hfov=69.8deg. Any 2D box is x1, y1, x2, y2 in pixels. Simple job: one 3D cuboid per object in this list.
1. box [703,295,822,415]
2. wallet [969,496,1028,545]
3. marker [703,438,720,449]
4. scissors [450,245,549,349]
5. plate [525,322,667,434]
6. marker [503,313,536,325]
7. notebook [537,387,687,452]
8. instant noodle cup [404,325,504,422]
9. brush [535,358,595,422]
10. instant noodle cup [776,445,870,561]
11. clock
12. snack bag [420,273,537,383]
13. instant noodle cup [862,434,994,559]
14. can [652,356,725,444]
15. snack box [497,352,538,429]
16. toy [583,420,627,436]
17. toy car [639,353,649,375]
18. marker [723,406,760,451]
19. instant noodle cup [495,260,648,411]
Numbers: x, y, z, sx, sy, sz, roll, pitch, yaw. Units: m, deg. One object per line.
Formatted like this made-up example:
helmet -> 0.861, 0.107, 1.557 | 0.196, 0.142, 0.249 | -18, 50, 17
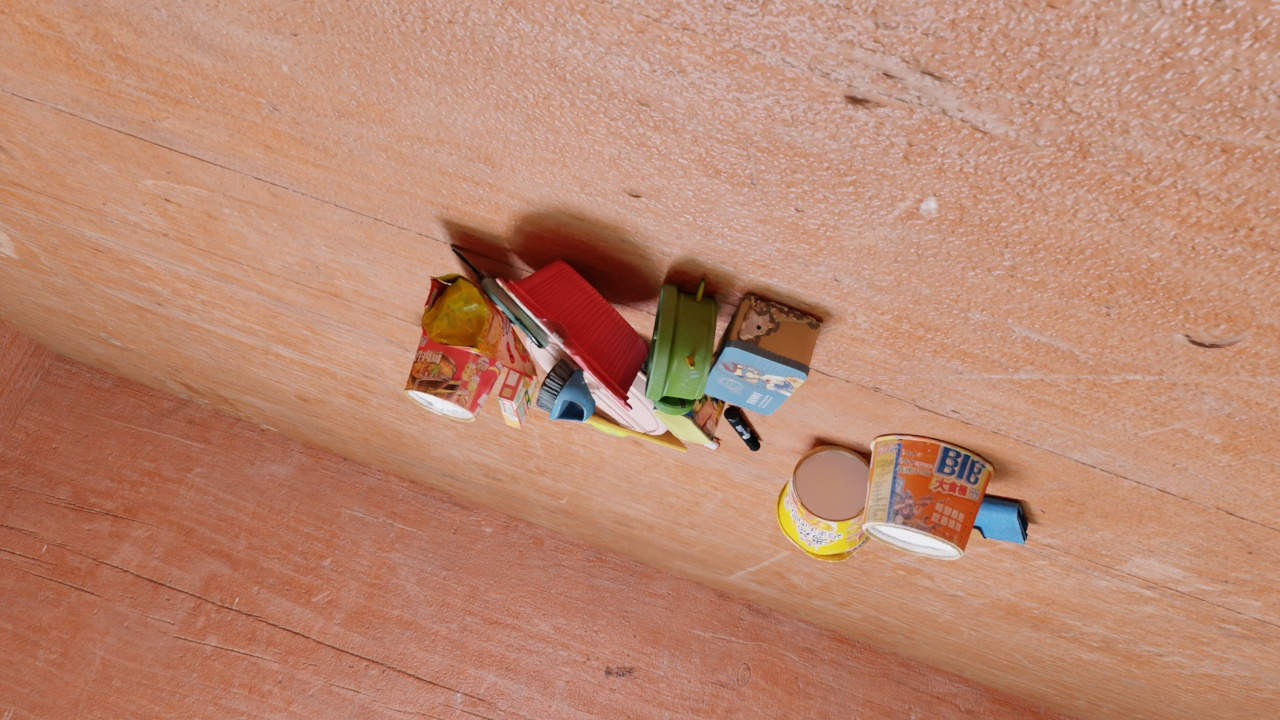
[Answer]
box -> 0.120, 0.000, 0.947 | 0.090, 0.063, 0.184 | 20, 160, 3
wallet -> 0.449, 0.209, 1.241 | 0.133, 0.040, 0.106 | 8, 154, 33
marker -> 0.060, 0.097, 1.353 | 0.145, 0.017, 0.017 | 30, 159, -26
scissors -> -0.144, -0.060, 1.020 | 0.174, 0.019, 0.170 | 44, 179, 25
plate -> -0.055, 0.027, 1.179 | 0.229, 0.028, 0.230 | 31, 162, 11
marker -> -0.132, -0.054, 1.123 | 0.017, 0.016, 0.146 | 33, 158, -35
notebook -> -0.043, 0.083, 1.320 | 0.206, 0.010, 0.146 | 18, -176, -14
instant noodle cup -> -0.269, 0.020, 1.328 | 0.138, 0.108, 0.138 | 18, 162, 6
brush -> -0.091, 0.047, 1.150 | 0.073, 0.055, 0.144 | 36, 162, 0
instant noodle cup -> 0.256, 0.185, 1.234 | 0.138, 0.137, 0.110 | 15, 153, 13
clock -> 0.039, -0.009, 0.925 | 0.056, 0.116, 0.161 | 10, 159, -2
snack bag -> -0.180, -0.038, 1.050 | 0.128, 0.073, 0.208 | 53, -177, 11
instant noodle cup -> 0.343, 0.171, 1.120 | 0.151, 0.111, 0.151 | 18, 162, 6
can -> 0.063, 0.044, 1.094 | 0.057, 0.083, 0.102 | 9, 159, 31
snack box -> -0.180, 0.045, 1.355 | 0.027, 0.077, 0.156 | 19, 162, 3
toy -> -0.057, 0.093, 1.424 | 0.100, 0.031, 0.096 | 18, -178, 10
toy car -> -0.007, 0.007, 1.144 | 0.049, 0.031, 0.105 | 10, 158, 25
marker -> 0.141, 0.095, 1.262 | 0.022, 0.020, 0.132 | 43, 177, 32
instant noodle cup -> -0.058, -0.035, 0.942 | 0.194, 0.066, 0.194 | 45, 178, 1
